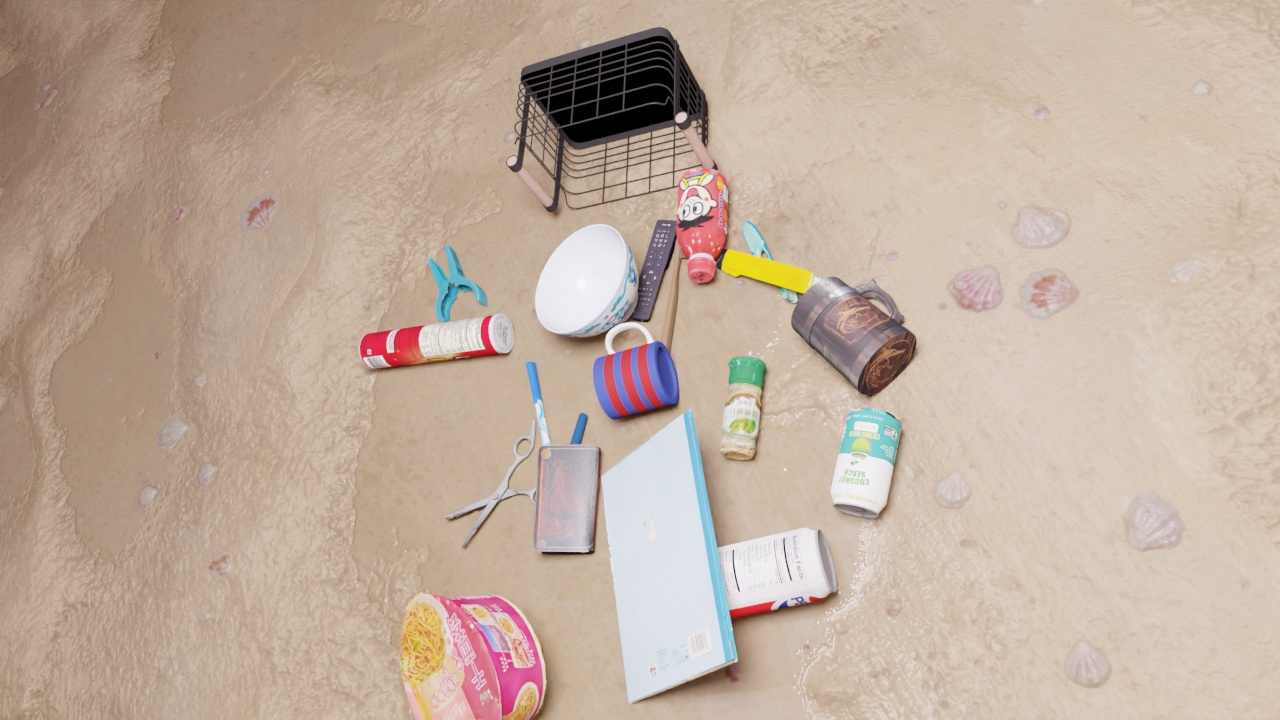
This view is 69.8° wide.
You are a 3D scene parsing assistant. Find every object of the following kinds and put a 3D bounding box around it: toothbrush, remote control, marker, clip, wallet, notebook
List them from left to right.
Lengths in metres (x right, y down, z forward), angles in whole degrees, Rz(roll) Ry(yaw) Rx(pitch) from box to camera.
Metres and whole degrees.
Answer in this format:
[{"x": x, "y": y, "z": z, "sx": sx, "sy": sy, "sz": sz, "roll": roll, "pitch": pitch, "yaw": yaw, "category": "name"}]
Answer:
[{"x": -0.270, "y": -0.089, "z": 1.264, "sx": 0.130, "sy": 0.031, "sz": 0.121, "roll": 36, "pitch": 90, "yaw": 34, "category": "clip"}, {"x": -0.123, "y": 0.062, "z": 1.127, "sx": 0.013, "sy": 0.013, "sz": 0.141, "roll": -24, "pitch": 58, "yaw": 14, "category": "marker"}, {"x": -0.090, "y": 0.139, "z": 1.073, "sx": 0.014, "sy": 0.014, "sz": 0.167, "roll": 11, "pitch": 71, "yaw": 18, "category": "toothbrush"}, {"x": -0.083, "y": 0.158, "z": 1.046, "sx": 0.072, "sy": 0.019, "sz": 0.123, "roll": -2, "pitch": 69, "yaw": 9, "category": "wallet"}, {"x": 0.018, "y": -0.112, "z": 1.140, "sx": 0.032, "sy": 0.015, "sz": 0.136, "roll": 9, "pitch": 73, "yaw": 29, "category": "remote control"}, {"x": 0.021, "y": 0.200, "z": 0.936, "sx": 0.182, "sy": 0.009, "sz": 0.253, "roll": -41, "pitch": 48, "yaw": 45, "category": "notebook"}, {"x": 0.041, "y": -0.078, "z": 1.113, "sx": 0.016, "sy": 0.016, "sz": 0.166, "roll": -1, "pitch": 66, "yaw": 26, "category": "toothbrush"}, {"x": 0.149, "y": -0.118, "z": 1.078, "sx": 0.022, "sy": 0.017, "sz": 0.135, "roll": -49, "pitch": 51, "yaw": 31, "category": "toothbrush"}]

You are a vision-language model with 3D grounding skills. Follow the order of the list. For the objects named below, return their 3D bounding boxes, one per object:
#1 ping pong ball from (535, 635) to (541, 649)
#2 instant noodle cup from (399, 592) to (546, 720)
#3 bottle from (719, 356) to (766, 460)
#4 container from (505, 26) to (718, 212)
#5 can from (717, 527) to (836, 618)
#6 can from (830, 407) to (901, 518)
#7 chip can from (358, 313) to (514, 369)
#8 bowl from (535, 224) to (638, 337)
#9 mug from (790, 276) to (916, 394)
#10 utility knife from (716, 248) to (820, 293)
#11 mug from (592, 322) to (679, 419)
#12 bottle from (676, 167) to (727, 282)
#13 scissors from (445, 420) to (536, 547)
[{"x": -0.127, "y": 0.313, "z": 0.992, "sx": 0.040, "sy": 0.040, "sz": 0.040, "roll": -11, "pitch": 62, "yaw": 21, "category": "ping pong ball"}, {"x": -0.170, "y": 0.321, "z": 0.952, "sx": 0.179, "sy": 0.077, "sz": 0.179, "roll": 7, "pitch": 100, "yaw": 44, "category": "instant noodle cup"}, {"x": 0.111, "y": 0.052, "z": 1.001, "sx": 0.043, "sy": 0.043, "sz": 0.111, "roll": -1, "pitch": 67, "yaw": 25, "category": "bottle"}, {"x": -0.034, "y": -0.293, "z": 1.162, "sx": 0.242, "sy": 0.163, "sz": 0.130, "roll": -9, "pitch": 63, "yaw": 22, "category": "container"}, {"x": 0.120, "y": 0.211, "z": 0.904, "sx": 0.132, "sy": 0.070, "sz": 0.070, "roll": -17, "pitch": 60, "yaw": 18, "category": "can"}, {"x": 0.224, "y": 0.101, "z": 0.915, "sx": 0.055, "sy": 0.055, "sz": 0.101, "roll": 7, "pitch": 70, "yaw": 28, "category": "can"}, {"x": -0.273, "y": -0.024, "z": 1.217, "sx": 0.215, "sy": 0.052, "sz": 0.051, "roll": -7, "pitch": 64, "yaw": 23, "category": "chip can"}, {"x": -0.051, "y": -0.084, "z": 1.116, "sx": 0.144, "sy": 0.074, "sz": 0.143, "roll": -21, "pitch": 55, "yaw": 33, "category": "bowl"}, {"x": 0.236, "y": -0.036, "z": 0.970, "sx": 0.115, "sy": 0.080, "sz": 0.107, "roll": -26, "pitch": 51, "yaw": -22, "category": "mug"}, {"x": 0.148, "y": -0.100, "z": 1.051, "sx": 0.165, "sy": 0.017, "sz": 0.030, "roll": 25, "pitch": 105, "yaw": 49, "category": "utility knife"}, {"x": -0.006, "y": 0.006, "z": 1.058, "sx": 0.076, "sy": 0.075, "sz": 0.111, "roll": -15, "pitch": 64, "yaw": 19, "category": "mug"}, {"x": 0.074, "y": -0.160, "z": 1.109, "sx": 0.062, "sy": 0.062, "sz": 0.137, "roll": -8, "pitch": 63, "yaw": 22, "category": "bottle"}, {"x": -0.168, "y": 0.148, "z": 1.107, "sx": 0.142, "sy": 0.014, "sz": 0.161, "roll": -5, "pitch": 64, "yaw": 20, "category": "scissors"}]
